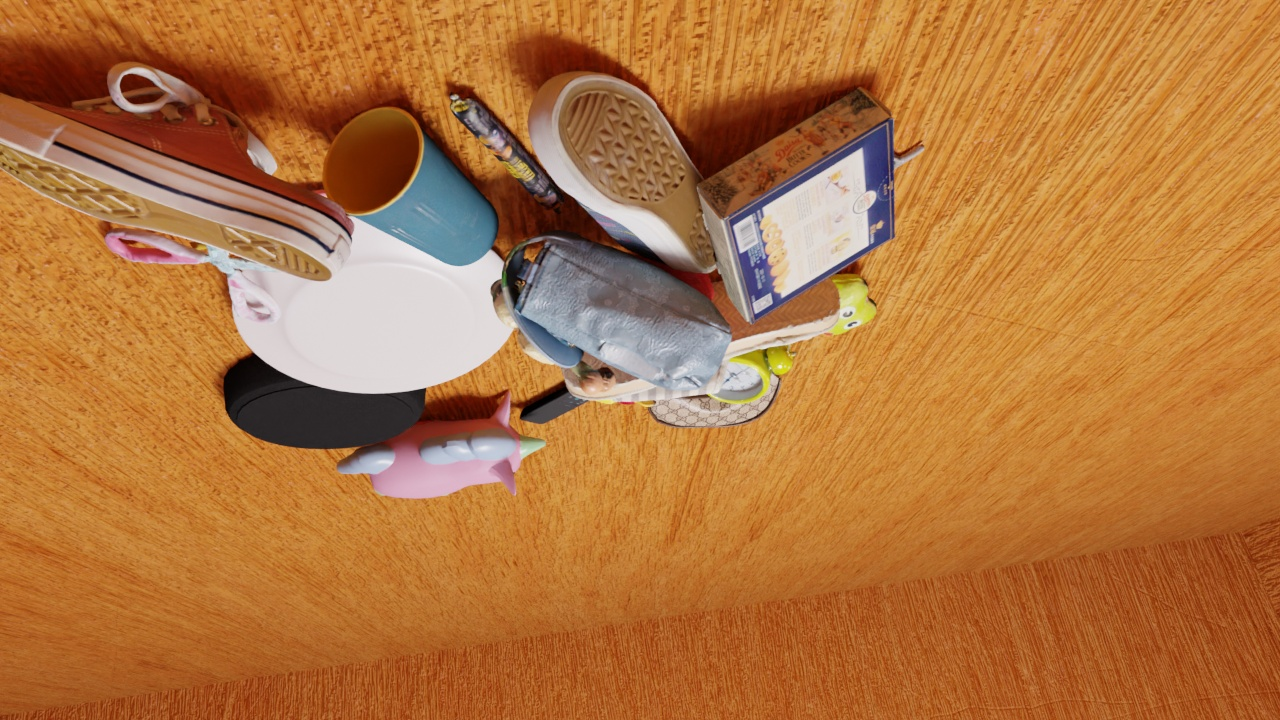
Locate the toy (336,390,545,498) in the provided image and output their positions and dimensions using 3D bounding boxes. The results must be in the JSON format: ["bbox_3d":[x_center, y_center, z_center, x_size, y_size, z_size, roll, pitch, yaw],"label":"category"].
[{"bbox_3d":[-0.236,0.112,1.078,0.222,0.120,0.171,1,163,-23],"label":"toy"}]

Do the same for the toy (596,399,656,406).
[{"bbox_3d":[-0.005,0.005,0.930,0.137,0.105,0.067,-11,144,-16],"label":"toy"}]

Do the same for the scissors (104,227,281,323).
[{"bbox_3d":[-0.312,-0.065,0.692,0.171,0.014,0.168,5,154,21],"label":"scissors"}]

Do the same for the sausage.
[{"bbox_3d":[-0.092,-0.147,0.663,0.020,0.020,0.155,-17,154,16],"label":"sausage"}]

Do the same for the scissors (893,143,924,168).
[{"bbox_3d":[0.152,-0.143,0.766,0.175,0.014,0.141,-22,156,23],"label":"scissors"}]

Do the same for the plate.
[{"bbox_3d":[-0.227,-0.036,0.805,0.242,0.016,0.243,-9,145,-6],"label":"plate"}]

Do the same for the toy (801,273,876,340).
[{"bbox_3d":[0.178,-0.051,0.937,0.118,0.043,0.092,-15,152,19],"label":"toy"}]

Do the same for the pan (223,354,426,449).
[{"bbox_3d":[-0.270,0.017,0.928,0.357,0.044,0.204,-24,151,31],"label":"pan"}]

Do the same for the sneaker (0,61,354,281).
[{"bbox_3d":[-0.288,-0.127,0.563,0.241,0.087,0.118,19,162,-8],"label":"sneaker"}]

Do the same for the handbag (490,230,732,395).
[{"bbox_3d":[-0.027,-0.030,0.739,0.192,0.119,0.121,27,-170,-6],"label":"handbag"}]

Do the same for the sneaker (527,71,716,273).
[{"bbox_3d":[-0.016,-0.134,0.674,0.079,0.087,0.235,10,168,33],"label":"sneaker"}]

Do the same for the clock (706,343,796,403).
[{"bbox_3d":[0.106,-0.005,0.946,0.083,0.056,0.119,29,137,-18],"label":"clock"}]

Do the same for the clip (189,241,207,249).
[{"bbox_3d":[-0.309,-0.099,0.696,0.054,0.048,0.045,-11,111,2],"label":"clip"}]

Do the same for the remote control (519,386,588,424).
[{"bbox_3d":[-0.080,0.039,1.070,0.152,0.020,0.041,-28,149,34],"label":"remote control"}]

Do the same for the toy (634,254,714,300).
[{"bbox_3d":[0.031,-0.082,0.822,0.088,0.093,0.133,21,129,6],"label":"toy"}]

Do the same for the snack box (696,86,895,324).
[{"bbox_3d":[0.125,-0.113,0.706,0.145,0.042,0.144,-32,147,-4],"label":"snack box"}]

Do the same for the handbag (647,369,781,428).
[{"bbox_3d":[0.076,0.016,1.044,0.166,0.063,0.139,0,137,-8],"label":"handbag"}]

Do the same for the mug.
[{"bbox_3d":[-0.155,-0.115,0.652,0.078,0.078,0.121,-17,160,16],"label":"mug"}]

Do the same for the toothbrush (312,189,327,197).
[{"bbox_3d":[-0.269,-0.116,0.672,0.135,0.016,0.021,-4,151,-10],"label":"toothbrush"}]

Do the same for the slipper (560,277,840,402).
[{"bbox_3d":[0.057,-0.023,0.876,0.272,0.114,0.054,-17,143,1],"label":"slipper"}]
